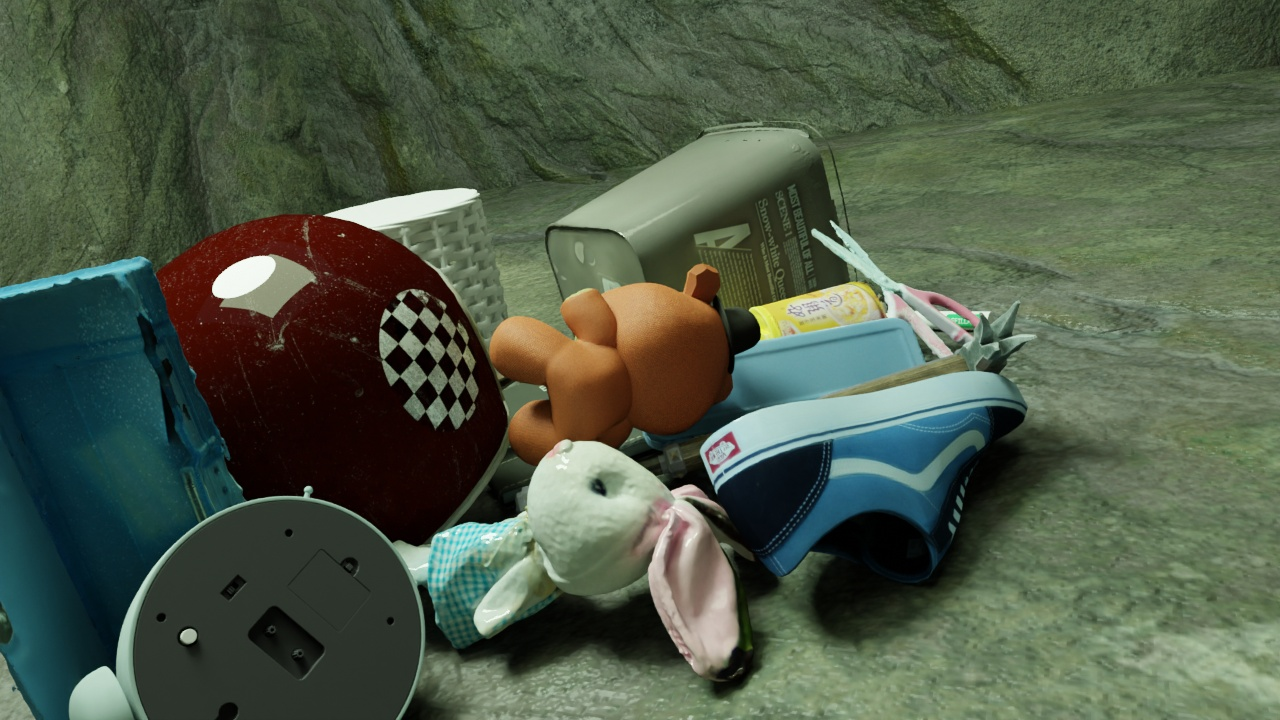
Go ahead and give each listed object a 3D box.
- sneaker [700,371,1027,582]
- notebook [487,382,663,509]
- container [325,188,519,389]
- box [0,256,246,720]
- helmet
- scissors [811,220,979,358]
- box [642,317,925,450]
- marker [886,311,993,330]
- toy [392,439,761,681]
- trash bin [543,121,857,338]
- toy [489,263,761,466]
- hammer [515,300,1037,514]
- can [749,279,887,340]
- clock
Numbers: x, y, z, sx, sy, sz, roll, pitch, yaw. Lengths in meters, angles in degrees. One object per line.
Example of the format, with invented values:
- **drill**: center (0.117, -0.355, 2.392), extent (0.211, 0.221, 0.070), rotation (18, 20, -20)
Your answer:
- **sneaker**: center (0.142, 0.070, 0.500), extent (0.240, 0.098, 0.084), rotation (-6, -27, -38)
- **notebook**: center (-0.060, 0.049, 0.739), extent (0.169, 0.029, 0.209), rotation (-20, 22, -18)
- **container**: center (-0.224, -0.052, 0.882), extent (0.189, 0.187, 0.189), rotation (-10, 19, 3)
- **box**: center (-0.240, 0.083, 0.407), extent (0.094, 0.232, 0.110), rotation (-11, 19, 1)
- **helmet**: center (-0.194, 0.029, 0.584), extent (0.234, 0.253, 0.233), rotation (-22, 28, 16)
- **scissors**: center (0.193, -0.050, 0.724), extent (0.179, 0.016, 0.108), rotation (40, 48, 12)
- **box**: center (0.101, 0.026, 0.665), extent (0.210, 0.069, 0.064), rotation (-10, -24, -6)
- **marker**: center (0.239, -0.036, 0.820), extent (0.146, 0.017, 0.017), rotation (3, 23, 39)
- **toy**: center (-0.043, 0.089, 0.476), extent (0.206, 0.106, 0.130), rotation (-5, 16, 16)
- **trash bin**: center (0.051, -0.097, 0.869), extent (0.219, 0.197, 0.198), rotation (-29, 25, -29)
- **toy**: center (-0.003, 0.003, 0.581), extent (0.176, 0.112, 0.096), rotation (-12, 24, -11)
- **hammer**: center (0.073, 0.048, 0.582), extent (0.317, 0.028, 0.147), rotation (-17, -20, 0)
- **can**: center (0.144, -0.023, 0.756), extent (0.105, 0.068, 0.067), rotation (-15, 18, -11)
- **clock**: center (-0.166, 0.133, 0.396), extent (0.045, 0.122, 0.158), rotation (-30, 18, 48)
